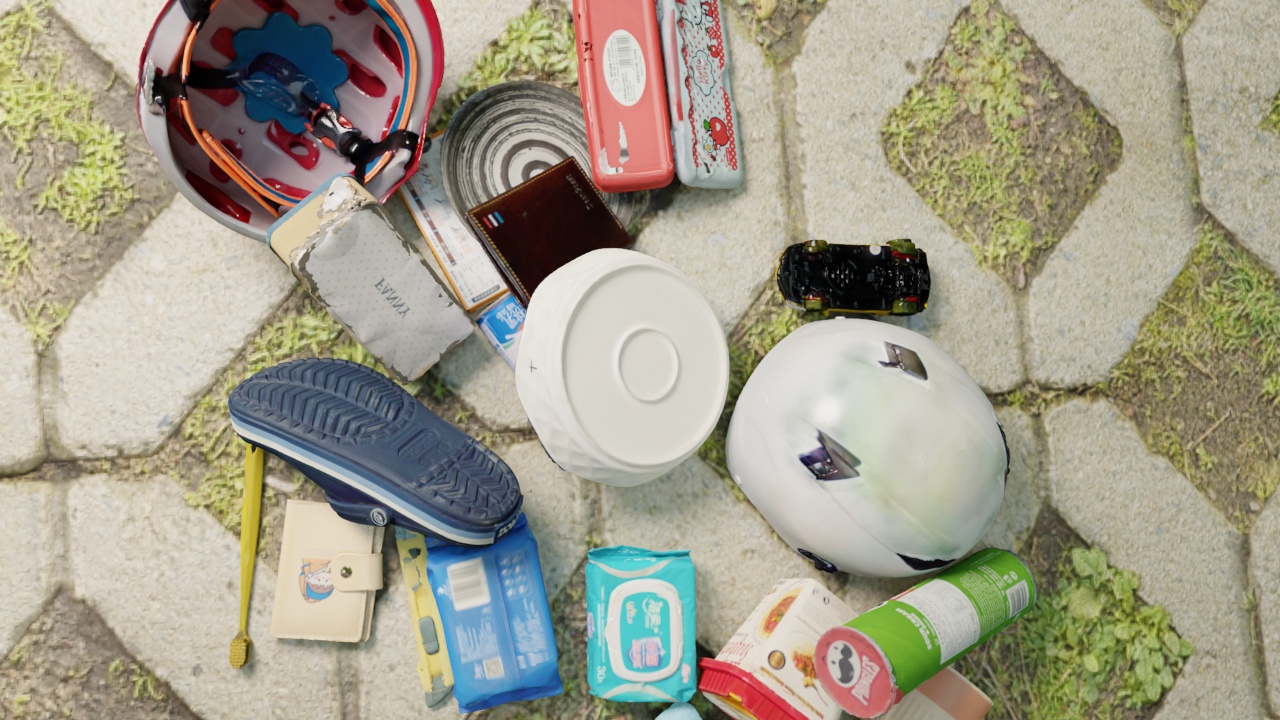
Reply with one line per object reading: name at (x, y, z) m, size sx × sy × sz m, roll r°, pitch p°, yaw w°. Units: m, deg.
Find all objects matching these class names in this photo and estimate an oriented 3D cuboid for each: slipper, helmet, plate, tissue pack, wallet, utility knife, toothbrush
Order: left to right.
toothbrush at (-0.330, 0.161, 0.769) m, size 0.015 × 0.017 × 0.190 m, roll 3°, pitch 85°, yaw -9°
helmet at (-0.276, -0.221, 0.729) m, size 0.207 × 0.144 × 0.240 m, roll 36°, pitch 91°, yaw -37°
wallet at (-0.261, 0.178, 0.775) m, size 0.087 × 0.024 × 0.115 m, roll 7°, pitch 83°, yaw -9°
slipper at (-0.215, 0.083, 0.758) m, size 0.253 × 0.104 × 0.095 m, roll 25°, pitch 123°, yaw 7°
utility knife at (-0.188, 0.213, 0.790) m, size 0.031 × 0.018 × 0.167 m, roll -12°, pitch 83°, yaw -15°
tissue pack at (-0.123, 0.215, 0.778) m, size 0.095 × 0.052 × 0.157 m, roll -12°, pitch 87°, yaw -7°
plate at (-0.090, -0.161, 0.812) m, size 0.179 × 0.024 × 0.179 m, roll 5°, pitch 77°, yaw -25°
wallet at (-0.077, -0.111, 0.784) m, size 0.122 × 0.020 × 0.096 m, roll -35°, pitch 95°, yaw -29°
plate at (-0.005, 0.005, 0.775) m, size 0.204 × 0.046 × 0.204 m, roll 3°, pitch 84°, yaw -34°
tissue pack at (0.000, 0.226, 0.797) m, size 0.093 × 0.050 × 0.133 m, roll -1°, pitch 85°, yaw -8°
helmet at (0.215, 0.079, 0.792) m, size 0.258 × 0.146 × 0.229 m, roll 40°, pitch 81°, yaw -4°

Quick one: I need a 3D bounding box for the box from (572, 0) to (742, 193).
box at (0.019, -0.254, 0.830) m, size 0.161 × 0.059 × 0.201 m, roll -6°, pitch 87°, yaw -20°

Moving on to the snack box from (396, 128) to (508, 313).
snack box at (-0.158, -0.125, 0.812) m, size 0.075 × 0.026 × 0.153 m, roll -30°, pitch 91°, yaw -10°

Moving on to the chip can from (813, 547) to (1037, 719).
chip can at (0.246, 0.221, 0.769) m, size 0.235 × 0.072 × 0.072 m, roll -10°, pitch 87°, yaw -41°

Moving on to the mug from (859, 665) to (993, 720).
mug at (0.255, 0.327, 0.819) m, size 0.106 × 0.082 × 0.114 m, roll -51°, pitch 123°, yaw -7°

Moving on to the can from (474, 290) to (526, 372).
can at (-0.083, 0.003, 0.800) m, size 0.053 × 0.053 × 0.134 m, roll -38°, pitch 92°, yaw -10°

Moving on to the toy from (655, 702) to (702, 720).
toy at (0.008, 0.366, 0.787) m, size 0.161 × 0.050 × 0.156 m, roll 27°, pitch 84°, yaw -9°

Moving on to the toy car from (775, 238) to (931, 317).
toy car at (0.198, -0.077, 0.854) m, size 0.155 × 0.041 × 0.071 m, roll 0°, pitch 85°, yaw -10°

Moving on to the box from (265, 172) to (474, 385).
box at (-0.207, -0.057, 0.736) m, size 0.089 × 0.184 × 0.062 m, roll -41°, pitch 51°, yaw -11°

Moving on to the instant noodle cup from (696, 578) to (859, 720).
instant noodle cup at (0.129, 0.260, 0.789) m, size 0.116 × 0.116 × 0.124 m, roll 39°, pitch 69°, yaw -4°
